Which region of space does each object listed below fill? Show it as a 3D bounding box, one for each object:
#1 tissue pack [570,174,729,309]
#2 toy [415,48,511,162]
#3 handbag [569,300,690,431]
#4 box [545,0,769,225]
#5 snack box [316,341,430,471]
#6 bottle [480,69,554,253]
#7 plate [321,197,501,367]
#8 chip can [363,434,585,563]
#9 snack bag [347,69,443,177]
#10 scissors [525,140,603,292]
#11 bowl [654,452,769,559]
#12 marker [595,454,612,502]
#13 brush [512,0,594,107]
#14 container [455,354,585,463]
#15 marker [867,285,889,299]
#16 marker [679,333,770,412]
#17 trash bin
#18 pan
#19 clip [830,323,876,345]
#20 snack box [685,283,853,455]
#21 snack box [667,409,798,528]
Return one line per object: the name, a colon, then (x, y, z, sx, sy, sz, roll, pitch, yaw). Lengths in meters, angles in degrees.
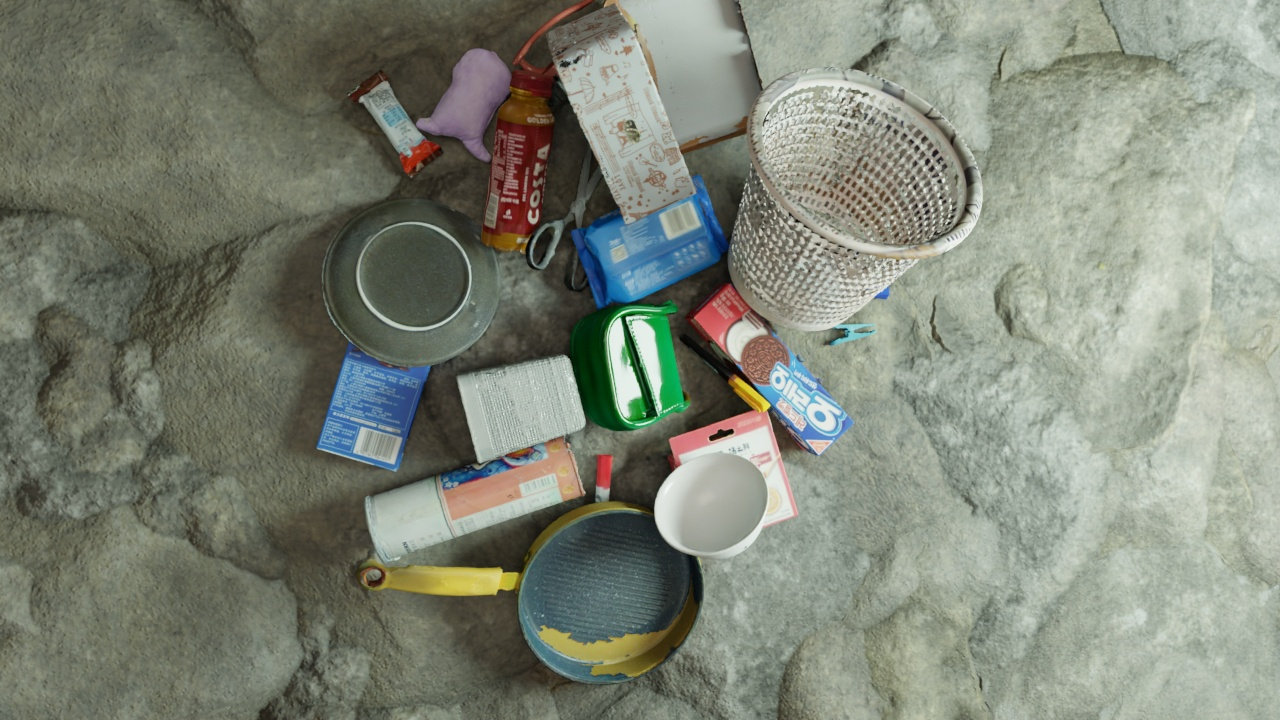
tissue pack: (0.009, -0.123, 0.963, 0.157, 0.052, 0.095, -25, 110, -7)
toy: (-0.170, -0.268, 0.945, 0.084, 0.039, 0.108, 27, 84, -26)
handbag: (-0.006, 0.006, 0.955, 0.120, 0.068, 0.131, -13, 97, -35)
box: (0.033, -0.262, 0.887, 0.193, 0.156, 0.183, -22, 123, 6)
snack box: (-0.269, 0.027, 0.947, 0.084, 0.026, 0.157, 17, 89, -9)
bottle: (-0.121, -0.198, 0.918, 0.057, 0.057, 0.175, 9, 111, -9)
plate: (-0.230, -0.083, 0.932, 0.179, 0.024, 0.179, 3, 79, -14)
chip can: (-0.168, 0.140, 0.944, 0.214, 0.071, 0.071, -17, 94, -7)
snack bag: (-0.250, -0.243, 0.940, 0.048, 0.026, 0.104, -40, 96, -12)
scissors: (-0.066, -0.154, 0.956, 0.170, 0.014, 0.159, -33, 123, -38)
bowl: (0.080, 0.160, 0.931, 0.118, 0.118, 0.065, -33, 134, -6)
marker: (-0.043, 0.174, 0.991, 0.017, 0.017, 0.145, 4, 92, -8)
brush: (-0.061, -0.332, 0.946, 0.145, 0.063, 0.069, -43, 110, -6)
container: (-0.123, 0.044, 0.939, 0.114, 0.090, 0.090, -15, 95, -10)
marker: (0.204, -0.079, 1.017, 0.145, 0.017, 0.017, 2, 92, -8)
marker: (0.088, 0.013, 0.980, 0.124, 0.018, 0.015, 42, 76, 18)
trash bin: (0.184, -0.138, 0.902, 0.227, 0.193, 0.227, 7, 58, -11)
pan: (-0.103, 0.229, 0.927, 0.357, 0.078, 0.198, 13, 99, -15)
clip: (0.237, -0.032, 1.025, 0.057, 0.015, 0.049, -10, 91, -6)
snack box: (0.140, 0.010, 0.990, 0.058, 0.057, 0.207, -43, 97, -5)
snack box: (0.096, 0.124, 0.995, 0.113, 0.044, 0.127, -18, 96, -7)
